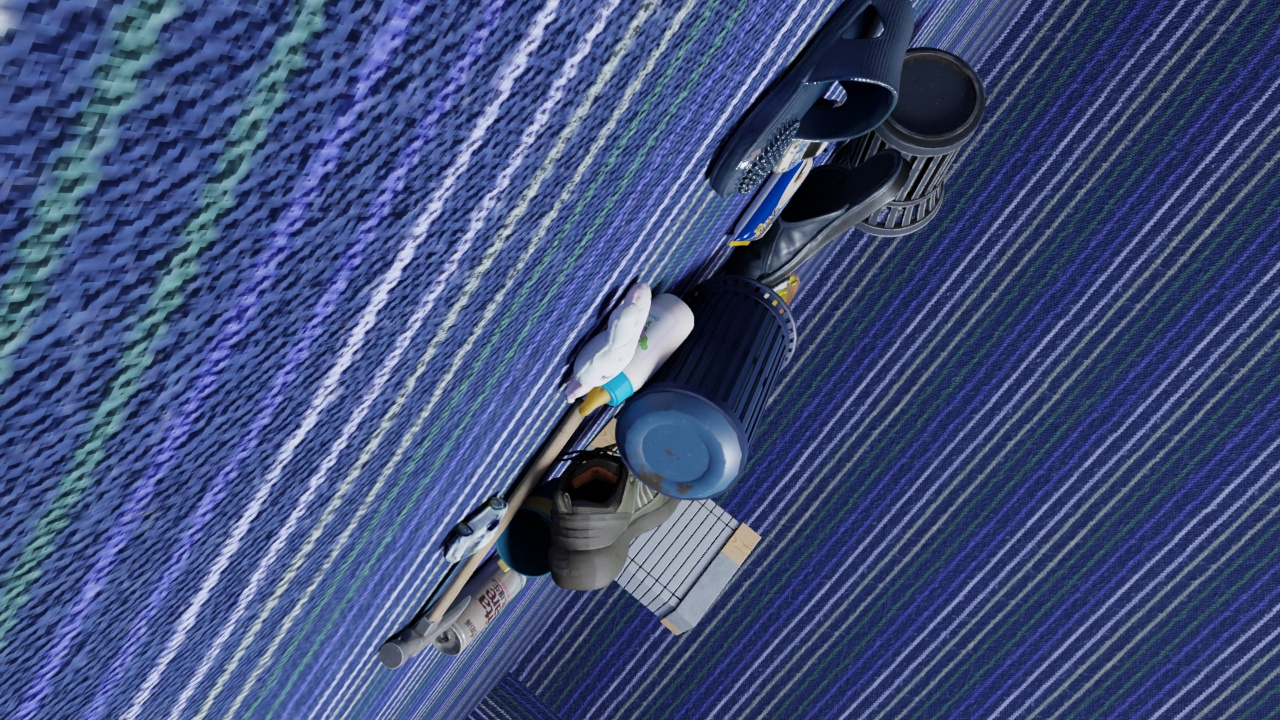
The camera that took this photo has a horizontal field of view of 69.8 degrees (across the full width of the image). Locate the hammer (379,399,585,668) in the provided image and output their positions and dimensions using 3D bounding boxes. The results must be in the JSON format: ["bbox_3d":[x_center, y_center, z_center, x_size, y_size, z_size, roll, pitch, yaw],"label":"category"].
[{"bbox_3d":[-0.152,0.173,0.948,0.331,0.031,0.119,-56,169,11],"label":"hammer"}]

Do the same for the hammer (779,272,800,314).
[{"bbox_3d":[0.141,0.009,1.261,0.300,0.037,0.158,-61,167,-9],"label":"hammer"}]

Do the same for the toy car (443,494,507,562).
[{"bbox_3d":[-0.151,0.160,0.864,0.039,0.027,0.089,-58,170,29],"label":"toy car"}]

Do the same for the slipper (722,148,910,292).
[{"bbox_3d":[0.185,-0.177,1.091,0.266,0.083,0.108,-35,-151,32],"label":"slipper"}]

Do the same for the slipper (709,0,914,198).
[{"bbox_3d":[0.162,-0.214,0.759,0.263,0.082,0.101,-48,173,-18],"label":"slipper"}]

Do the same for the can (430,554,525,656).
[{"bbox_3d":[-0.194,0.290,1.101,0.135,0.054,0.054,-41,167,-53],"label":"can"}]

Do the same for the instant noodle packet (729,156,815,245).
[{"bbox_3d":[0.147,-0.182,1.008,0.134,0.026,0.087,-54,168,18],"label":"instant noodle packet"}]

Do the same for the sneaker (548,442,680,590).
[{"bbox_3d":[-0.037,0.125,0.986,0.237,0.101,0.143,-41,125,-58],"label":"sneaker"}]

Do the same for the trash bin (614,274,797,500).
[{"bbox_3d":[0.071,0.026,0.949,0.140,0.139,0.248,-57,180,36],"label":"trash bin"}]

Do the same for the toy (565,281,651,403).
[{"bbox_3d":[-0.028,-0.007,0.777,0.126,0.037,0.075,-57,174,29],"label":"toy"}]

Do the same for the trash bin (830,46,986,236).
[{"bbox_3d":[0.346,-0.285,1.200,0.164,0.164,0.228,-50,168,-12],"label":"trash bin"}]

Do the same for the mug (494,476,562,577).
[{"bbox_3d":[-0.115,0.194,1.045,0.114,0.083,0.107,-43,178,24],"label":"mug"}]

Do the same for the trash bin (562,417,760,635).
[{"bbox_3d":[0.006,0.225,1.230,0.142,0.247,0.143,-48,171,-20],"label":"trash bin"}]

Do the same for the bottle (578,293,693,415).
[{"bbox_3d":[-0.009,-0.001,0.851,0.146,0.051,0.051,-48,171,-25],"label":"bottle"}]

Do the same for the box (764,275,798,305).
[{"bbox_3d":[0.101,-0.039,1.153,0.209,0.034,0.129,-31,174,-4],"label":"box"}]

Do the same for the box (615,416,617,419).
[{"bbox_3d":[0.014,0.066,1.354,0.174,0.033,0.232,-50,171,-21],"label":"box"}]

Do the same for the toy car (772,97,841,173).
[{"bbox_3d":[0.167,-0.219,0.907,0.112,0.040,0.049,-44,168,-37],"label":"toy car"}]
